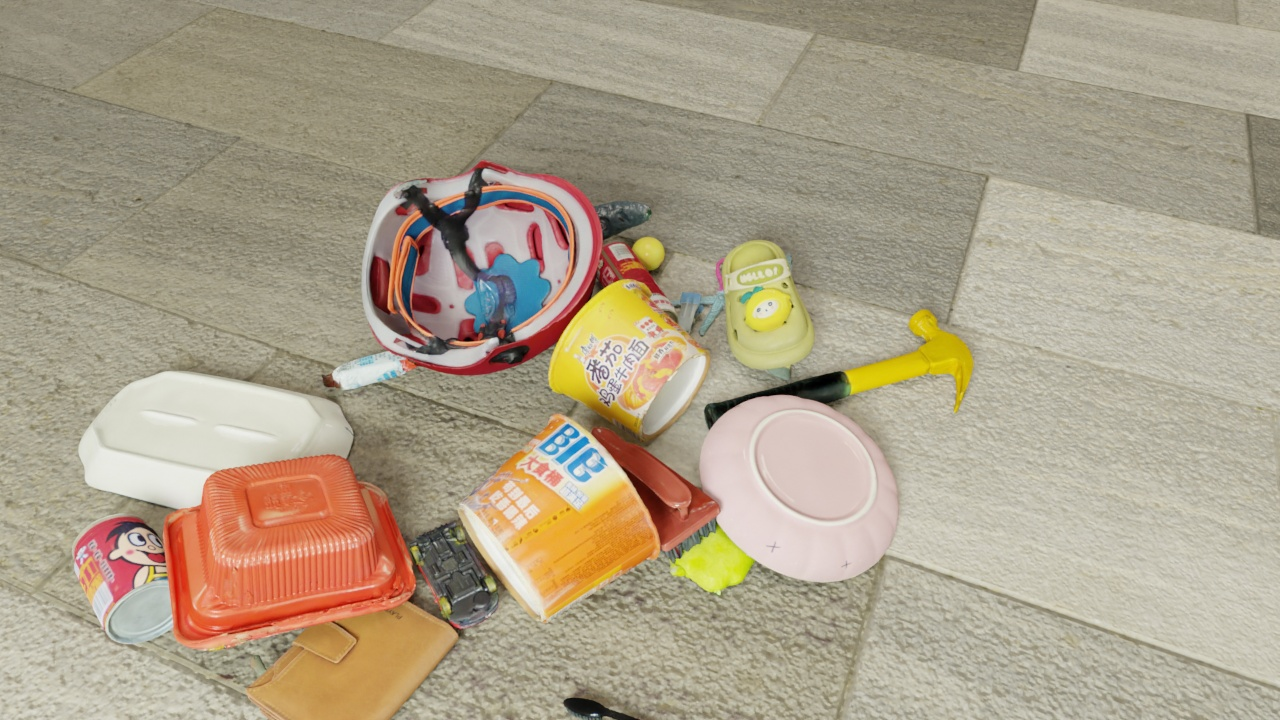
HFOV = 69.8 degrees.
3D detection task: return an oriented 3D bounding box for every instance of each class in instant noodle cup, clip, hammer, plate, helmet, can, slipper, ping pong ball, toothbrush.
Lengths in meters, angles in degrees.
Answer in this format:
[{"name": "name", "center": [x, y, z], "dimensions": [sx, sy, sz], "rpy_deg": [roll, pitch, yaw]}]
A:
[{"name": "instant noodle cup", "center": [-0.005, 0.005, 0.903], "dimensions": [0.110, 0.138, 0.137], "rpy_deg": [37, 54, 20]}, {"name": "clip", "center": [0.053, -0.047, 1.027], "dimensions": [0.027, 0.043, 0.058], "rpy_deg": [11, 61, 14]}, {"name": "hammer", "center": [0.210, 0.025, 0.952], "dimensions": [0.300, 0.033, 0.128], "rpy_deg": [-14, 45, -14]}, {"name": "plate", "center": [0.150, 0.104, 0.831], "dimensions": [0.192, 0.039, 0.192], "rpy_deg": [9, 50, -11]}, {"name": "helmet", "center": [-0.147, -0.080, 0.925], "dimensions": [0.240, 0.144, 0.206], "rpy_deg": [-9, 71, 3]}, {"name": "can", "center": [-0.007, -0.077, 1.037], "dimensions": [0.053, 0.053, 0.132], "rpy_deg": [-18, 48, -18]}, {"name": "slipper", "center": [0.127, -0.075, 0.998], "dimensions": [0.092, 0.082, 0.190], "rpy_deg": [-17, 46, 11]}, {"name": "instant noodle cup", "center": [-0.288, 0.145, 0.757], "dimensions": [0.188, 0.079, 0.164], "rpy_deg": [-6, 33, -30]}, {"name": "can", "center": [-0.425, 0.179, 0.763], "dimensions": [0.066, 0.067, 0.094], "rpy_deg": [-31, 53, -28]}, {"name": "ping pong ball", "center": [0.009, -0.128, 1.098], "dimensions": [0.040, 0.040, 0.040], "rpy_deg": [0, 45, 0]}, {"name": "toothbrush", "center": [0.031, 0.289, 0.698], "dimensions": [0.189, 0.016, 0.014], "rpy_deg": [13, 37, 9]}, {"name": "instant noodle cup", "center": [-0.072, 0.136, 0.762], "dimensions": [0.111, 0.151, 0.151], "rpy_deg": [-36, 55, -21]}, {"name": "plate", "center": [-0.417, 0.071, 0.896], "dimensions": [0.266, 0.034, 0.161], "rpy_deg": [11, 46, 10]}]

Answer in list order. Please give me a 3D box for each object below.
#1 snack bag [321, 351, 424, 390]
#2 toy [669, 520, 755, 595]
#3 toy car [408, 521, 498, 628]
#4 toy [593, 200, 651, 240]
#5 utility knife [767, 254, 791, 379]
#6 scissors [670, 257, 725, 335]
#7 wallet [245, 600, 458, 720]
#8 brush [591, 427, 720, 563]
[{"name": "snack bag", "center": [-0.281, 0.010, 0.965], "dimensions": [0.104, 0.026, 0.048], "rpy_deg": [-18, 25, -17]}, {"name": "toy", "center": [0.072, 0.161, 0.812], "dimensions": [0.096, 0.031, 0.100], "rpy_deg": [-4, 42, -2]}, {"name": "toy car", "center": [-0.159, 0.185, 0.784], "dimensions": [0.049, 0.031, 0.106], "rpy_deg": [-25, 47, -23]}, {"name": "toy", "center": [-0.155, -0.132, 1.067], "dimensions": [0.355, 0.092, 0.138], "rpy_deg": [-26, 62, -22]}, {"name": "utility knife", "center": [0.158, -0.054, 1.031], "dimensions": [0.031, 0.020, 0.189], "rpy_deg": [5, 57, 6]}, {"name": "scissors", "center": [0.103, -0.071, 1.062], "dimensions": [0.130, 0.017, 0.133], "rpy_deg": [20, 52, 15]}, {"name": "wallet", "center": [-0.232, 0.241, 0.731], "dimensions": [0.119, 0.035, 0.130], "rpy_deg": [25, 47, 19]}, {"name": "brush", "center": [0.002, 0.110, 0.817], "dimensions": [0.063, 0.069, 0.146], "rpy_deg": [-32, 39, -22]}]
